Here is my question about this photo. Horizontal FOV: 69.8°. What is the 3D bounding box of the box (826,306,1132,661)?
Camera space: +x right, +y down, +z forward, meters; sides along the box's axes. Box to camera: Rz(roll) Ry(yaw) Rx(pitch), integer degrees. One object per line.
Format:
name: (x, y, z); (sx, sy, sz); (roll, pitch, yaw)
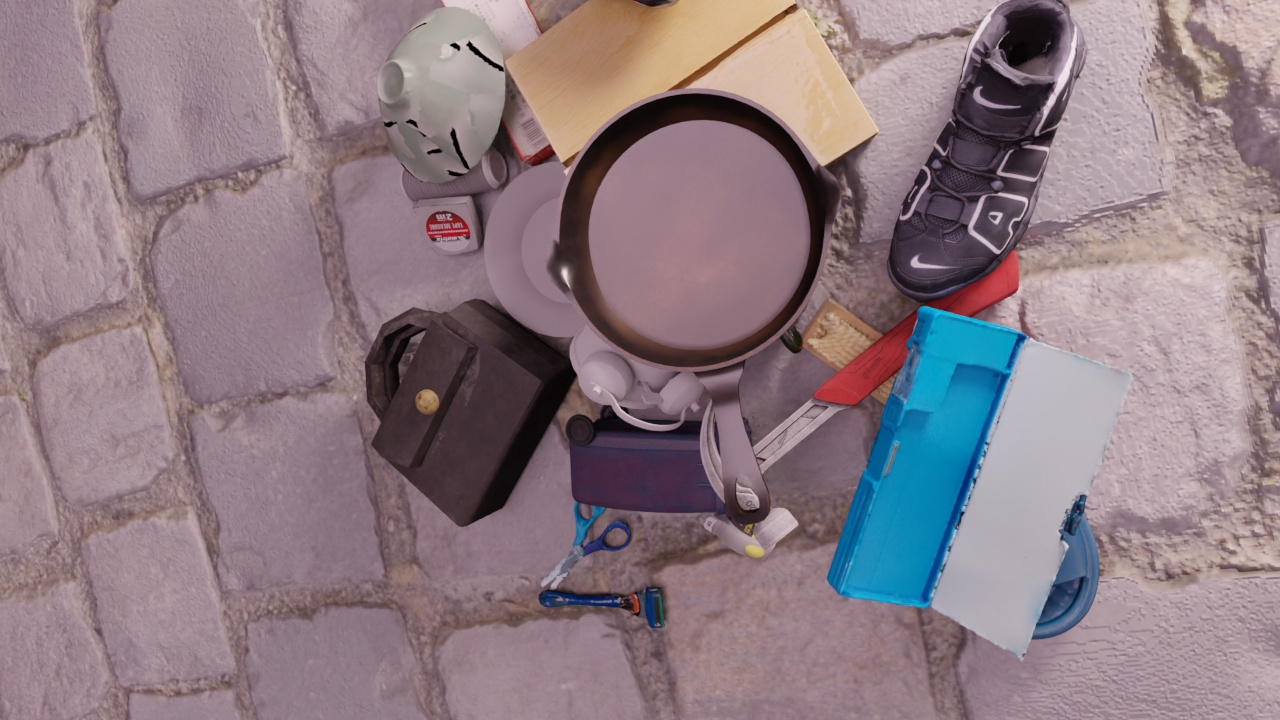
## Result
box: (0.263, 0.093, 0.737); (0.167, 0.075, 0.244); (19, 102, 14)

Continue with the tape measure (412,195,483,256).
tape measure: (-0.197, -0.140, 0.949); (0.060, 0.020, 0.062); (-2, 127, 14)

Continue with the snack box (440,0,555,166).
snack box: (-0.142, -0.329, 0.907); (0.077, 0.044, 0.273); (-28, 86, 17)

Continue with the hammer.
hammer: (0.186, 0.011, 0.772); (0.316, 0.036, 0.126); (-40, 77, 3)

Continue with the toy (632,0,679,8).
toy: (0.011, -0.403, 0.786); (0.138, 0.085, 0.209); (10, 76, 20)

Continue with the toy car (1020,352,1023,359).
toy car: (0.281, 0.013, 0.778); (0.090, 0.038, 0.025); (-41, 83, 21)

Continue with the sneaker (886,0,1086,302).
sneaker: (0.262, -0.165, 0.691); (0.097, 0.150, 0.252); (25, 95, 20)

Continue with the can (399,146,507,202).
can: (-0.192, -0.190, 0.942); (0.107, 0.044, 0.044); (-6, 94, 22)

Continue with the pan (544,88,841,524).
pan: (0.057, -0.042, 0.761); (0.249, 0.043, 0.356); (-13, 89, 16)

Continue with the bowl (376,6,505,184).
bowl: (-0.212, -0.260, 0.877); (0.175, 0.067, 0.174); (2, 93, 36)

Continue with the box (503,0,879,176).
box: (0.038, -0.234, 0.819); (0.247, 0.076, 0.257); (-32, 78, 10)

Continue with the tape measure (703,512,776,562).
tape measure: (0.095, 0.159, 0.857); (0.065, 0.064, 0.017); (30, 106, 11)

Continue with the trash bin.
trash bin: (0.022, 0.091, 0.864); (0.161, 0.093, 0.092); (1, 96, 19)

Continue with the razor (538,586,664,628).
razor: (-0.041, 0.248, 0.947); (0.141, 0.018, 0.044); (-1, 99, 23)

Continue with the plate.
plate: (-0.077, -0.110, 0.918); (0.173, 0.019, 0.173); (3, 97, 22)

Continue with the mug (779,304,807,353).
mug: (0.113, -0.055, 0.814); (0.085, 0.081, 0.111); (-35, 83, 21)

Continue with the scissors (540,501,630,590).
scissors: (-0.063, 0.203, 0.953); (0.073, 0.016, 0.134); (38, 109, 11)

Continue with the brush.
brush: (0.198, -0.003, 0.809); (0.117, 0.039, 0.049); (36, 107, 10)

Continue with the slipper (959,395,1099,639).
slipper: (0.317, 0.130, 0.768); (0.104, 0.059, 0.213); (-16, 89, 20)

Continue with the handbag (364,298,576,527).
handbag: (-0.198, 0.033, 0.939); (0.199, 0.102, 0.197); (34, 107, 15)

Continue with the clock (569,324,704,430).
clock: (-0.005, 0.005, 0.837); (0.159, 0.119, 0.061); (-103, 32, -42)
